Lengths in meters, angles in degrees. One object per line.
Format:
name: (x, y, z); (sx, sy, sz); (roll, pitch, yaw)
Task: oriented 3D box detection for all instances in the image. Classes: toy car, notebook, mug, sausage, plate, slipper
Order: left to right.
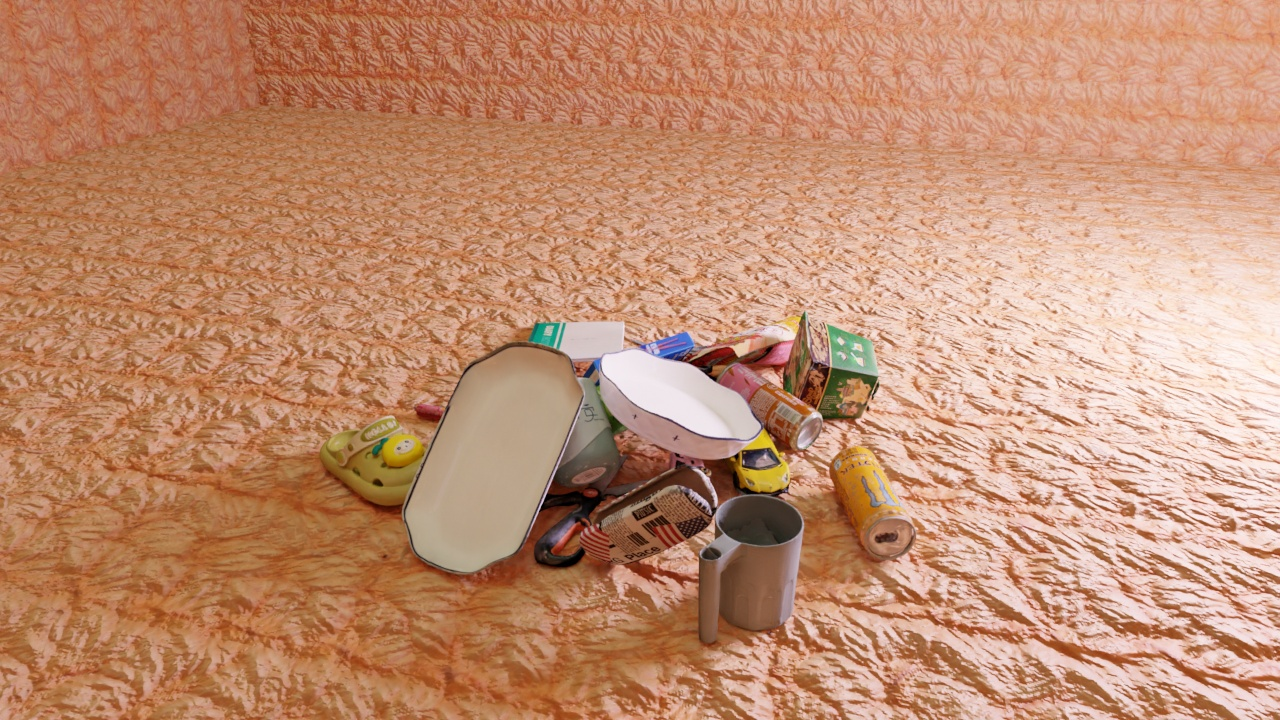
slipper: (-0.314, 0.110, 1.091); (0.191, 0.082, 0.091); (16, 32, 35)
sausage: (-0.237, 0.078, 1.226); (0.156, 0.020, 0.020); (10, 27, 20)
plate: (-0.154, 0.104, 0.995); (0.162, 0.034, 0.265); (11, 69, 26)
mug: (-0.087, 0.087, 1.049); (0.111, 0.082, 0.106); (-9, 67, -28)
notebook: (-0.101, -0.030, 1.425); (0.150, 0.012, 0.209); (-1, 17, 0)
plate: (0.042, 0.053, 1.088); (0.205, 0.046, 0.204); (22, 19, -8)
toy car: (0.055, 0.131, 1.073); (0.037, 0.056, 0.122); (0, 25, -10)
mug: (0.097, 0.201, 0.871); (0.084, 0.103, 0.123); (23, 35, 39)
toy car: (0.137, 0.116, 1.122); (0.071, 0.041, 0.155); (-5, 27, -9)

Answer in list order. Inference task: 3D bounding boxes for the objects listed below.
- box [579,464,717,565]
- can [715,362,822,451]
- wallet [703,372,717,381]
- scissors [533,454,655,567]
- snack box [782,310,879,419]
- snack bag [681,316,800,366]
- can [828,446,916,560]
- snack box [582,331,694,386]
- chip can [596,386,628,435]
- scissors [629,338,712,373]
box: (0.004, 0.167, 0.913); (0.164, 0.074, 0.079); (-31, 2, 35)
can: (0.167, 0.059, 1.200); (0.057, 0.058, 0.147); (-20, 40, -35)
wallet: (0.097, 0.054, 1.278); (0.122, 0.020, 0.096); (23, 39, 37)
scissors: (-0.078, 0.161, 1.048); (0.224, 0.022, 0.220); (2, 26, 5)
snack box: (0.260, 0.016, 1.254); (0.105, 0.118, 0.117); (11, 39, -3)
snack bag: (0.158, -0.016, 1.323); (0.207, 0.073, 0.129); (-11, -4, -44)
can: (0.255, 0.155, 1.019); (0.058, 0.058, 0.145); (-2, 26, -4)
snack box: (-0.008, 0.007, 1.278); (0.156, 0.085, 0.026); (-18, 73, -28)
chip can: (-0.072, 0.078, 1.168); (0.235, 0.072, 0.072); (-22, 33, -39)
scissors: (0.054, -0.011, 1.420); (0.159, 0.014, 0.172); (-8, 25, -15)
